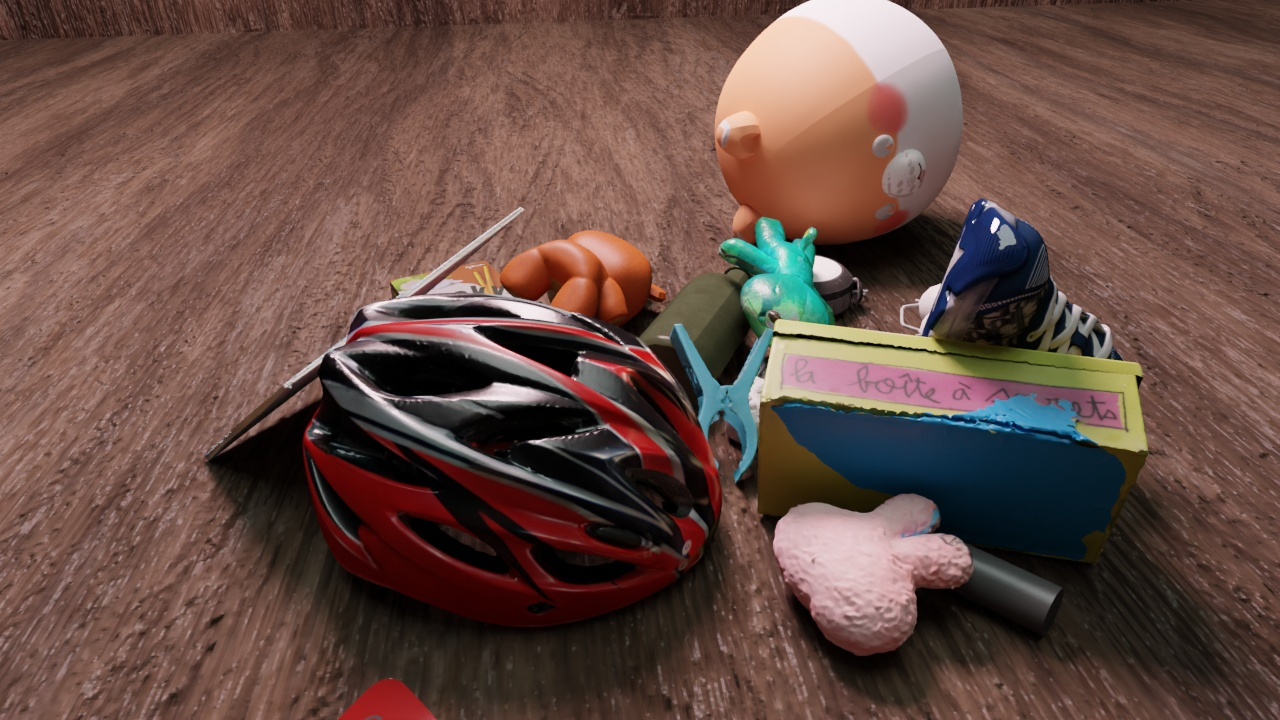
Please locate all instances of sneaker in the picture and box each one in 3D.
[{"bbox_3d":[0.270,-0.018,0.632,0.132,0.269,0.103,22,80,22],"label":"sneaker"}]

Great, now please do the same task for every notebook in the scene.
[{"bbox_3d":[-0.211,-0.024,0.713,0.182,0.009,0.252,-27,15,46],"label":"notebook"}]

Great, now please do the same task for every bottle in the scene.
[{"bbox_3d":[0.193,0.125,0.555,0.113,0.030,0.030,23,37,37],"label":"bottle"},{"bbox_3d":[0.056,-0.031,0.801,0.071,0.071,0.206,10,31,20],"label":"bottle"}]

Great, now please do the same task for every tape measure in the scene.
[{"bbox_3d":[-0.132,0.191,0.460,0.051,0.019,0.059,-26,30,-33],"label":"tape measure"}]

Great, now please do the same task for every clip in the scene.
[{"bbox_3d":[0.051,0.029,0.671,0.103,0.027,0.120,-1,66,-4],"label":"clip"}]

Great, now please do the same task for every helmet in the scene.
[{"bbox_3d":[-0.076,0.053,0.587,0.272,0.167,0.216,13,38,0],"label":"helmet"}]

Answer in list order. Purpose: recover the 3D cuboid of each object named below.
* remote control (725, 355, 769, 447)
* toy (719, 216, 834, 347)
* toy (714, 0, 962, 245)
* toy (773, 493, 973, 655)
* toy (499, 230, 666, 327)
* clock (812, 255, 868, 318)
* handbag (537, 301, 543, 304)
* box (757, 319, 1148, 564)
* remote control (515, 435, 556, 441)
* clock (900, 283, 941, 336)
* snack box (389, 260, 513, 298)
[{"bbox_3d":[0.106,0.031,0.731,0.060,0.028,0.114,15,32,26],"label":"remote control"},{"bbox_3d":[0.130,-0.064,0.790,0.130,0.073,0.192,31,36,-17],"label":"toy"},{"bbox_3d":[0.210,-0.251,1.008,0.280,0.263,0.265,-31,45,-14],"label":"toy"},{"bbox_3d":[0.136,0.117,0.536,0.105,0.053,0.108,-21,35,-6],"label":"toy"},{"bbox_3d":[-0.043,-0.075,0.857,0.112,0.096,0.175,33,37,24],"label":"toy"},{"bbox_3d":[0.167,-0.076,0.905,0.122,0.044,0.091,-16,32,-26],"label":"clock"},{"bbox_3d":[-0.128,-0.013,0.741,0.128,0.054,0.079,-3,71,-7],"label":"handbag"},{"bbox_3d":[0.188,0.052,0.584,0.221,0.125,0.079,5,46,13],"label":"box"},{"bbox_3d":[-0.066,0.028,0.755,0.033,0.015,0.146,6,30,12],"label":"remote control"},{"bbox_3d":[0.302,-0.032,0.815,0.138,0.048,0.096,6,30,13],"label":"clock"},{"bbox_3d":[-0.159,-0.039,0.861,0.100,0.032,0.186,-16,32,-24],"label":"snack box"}]
